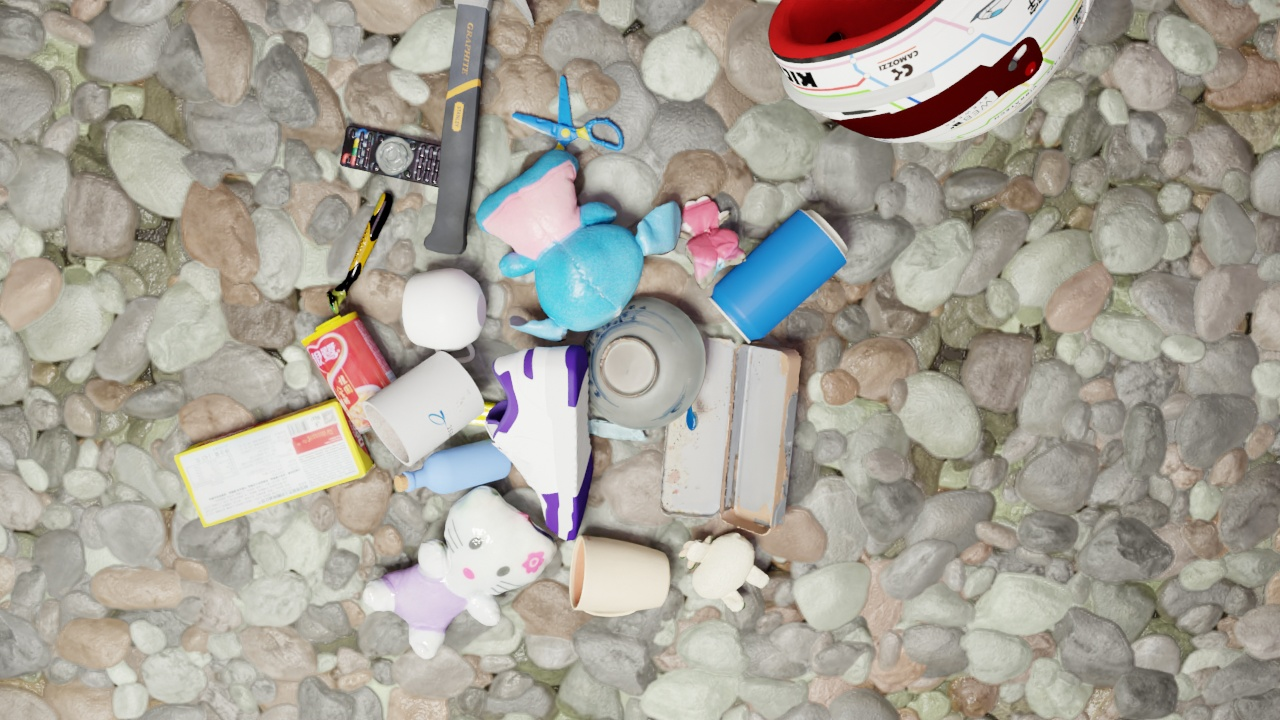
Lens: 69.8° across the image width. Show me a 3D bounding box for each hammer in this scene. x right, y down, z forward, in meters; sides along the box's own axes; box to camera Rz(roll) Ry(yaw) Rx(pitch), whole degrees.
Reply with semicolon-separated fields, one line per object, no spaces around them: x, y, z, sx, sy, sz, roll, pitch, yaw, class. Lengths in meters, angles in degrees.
-0.196;-0.270;0.973;0.139;0.035;0.312;8;94;-3;hammer

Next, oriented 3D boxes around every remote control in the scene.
-0.256;-0.220;1.004;0.140;0.021;0.045;13;94;-1;remote control

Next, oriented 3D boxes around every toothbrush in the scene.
0.053;0.013;1.030;0.021;0.016;0.132;-5;92;24;toothbrush

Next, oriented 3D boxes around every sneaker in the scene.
-0.116;0.094;1.014;0.111;0.091;0.244;4;116;8;sneaker

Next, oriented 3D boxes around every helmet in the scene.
0.291;-0.326;0.886;0.314;0.231;0.236;-48;132;3;helmet

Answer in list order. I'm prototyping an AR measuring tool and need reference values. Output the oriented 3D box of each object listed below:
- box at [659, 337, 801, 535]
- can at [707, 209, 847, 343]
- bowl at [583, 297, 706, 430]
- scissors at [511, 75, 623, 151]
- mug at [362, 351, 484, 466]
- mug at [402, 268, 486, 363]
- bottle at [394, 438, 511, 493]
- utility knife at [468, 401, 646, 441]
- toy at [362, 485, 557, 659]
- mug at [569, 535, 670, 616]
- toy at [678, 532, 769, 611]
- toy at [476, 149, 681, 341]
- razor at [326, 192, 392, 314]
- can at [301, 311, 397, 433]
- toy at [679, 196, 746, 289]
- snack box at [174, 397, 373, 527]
0.100;0.084;1.050;0.157;0.071;0.217;6;101;11;box
0.151;-0.093;1.003;0.146;0.079;0.079;-42;98;6;can
-0.006;0.006;1.008;0.151;0.056;0.151;1;95;18;bowl
-0.083;-0.244;1.008;0.125;0.014;0.130;19;97;-5;scissors
-0.231;0.062;0.993;0.096;0.120;0.083;-38;64;-27;mug
-0.209;-0.043;1.011;0.076;0.090;0.124;1;132;7;mug
-0.210;0.121;1.016;0.131;0.048;0.048;-11;103;-41;bottle
-0.107;0.072;1.059;0.233;0.020;0.029;8;108;-2;utility knife
-0.202;0.241;1.057;0.209;0.085;0.137;-39;101;8;toy
-0.027;0.260;1.070;0.104;0.085;0.112;7;128;-13;mug
0.095;0.241;1.077;0.112;0.050;0.087;37;97;-3;toy
-0.071;-0.131;0.988;0.224;0.099;0.191;-36;90;6;toy
-0.310;-0.120;1.016;0.021;0.044;0.144;24;95;-32;razor
-0.316;0.012;1.021;0.067;0.066;0.124;-29;100;4;can
0.078;-0.131;1.013;0.065;0.050;0.102;-25;64;11;toy
-0.418;0.116;1.052;0.201;0.042;0.092;-18;100;2;snack box
